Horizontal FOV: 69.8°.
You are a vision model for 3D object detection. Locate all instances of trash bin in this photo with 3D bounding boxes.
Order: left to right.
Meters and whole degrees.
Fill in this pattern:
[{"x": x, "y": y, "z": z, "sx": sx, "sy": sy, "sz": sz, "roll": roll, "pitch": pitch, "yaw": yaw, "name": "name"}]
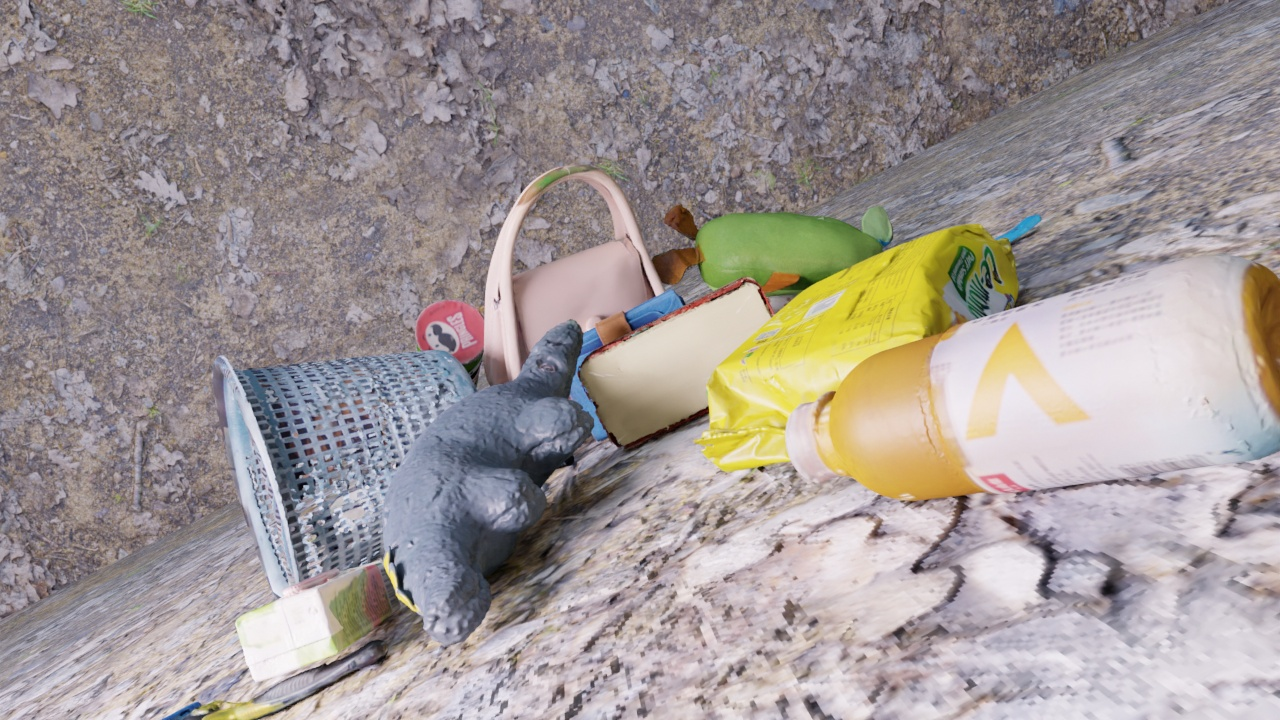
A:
[{"x": -0.243, "y": 0.084, "z": 0.806, "sx": 0.194, "sy": 0.226, "sz": 0.227, "roll": -16, "pitch": 1, "yaw": -30, "name": "trash bin"}]

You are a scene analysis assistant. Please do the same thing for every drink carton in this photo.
[{"x": -0.196, "y": 0.156, "z": 0.570, "sx": 0.053, "sy": 0.045, "sz": 0.122, "roll": -20, "pitch": -5, "yaw": 1, "name": "drink carton"}]

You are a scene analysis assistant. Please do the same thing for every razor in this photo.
[{"x": -0.215, "y": 0.197, "z": 0.541, "sx": 0.143, "sy": 0.022, "sz": 0.042, "roll": -20, "pitch": -4, "yaw": -1, "name": "razor"}]

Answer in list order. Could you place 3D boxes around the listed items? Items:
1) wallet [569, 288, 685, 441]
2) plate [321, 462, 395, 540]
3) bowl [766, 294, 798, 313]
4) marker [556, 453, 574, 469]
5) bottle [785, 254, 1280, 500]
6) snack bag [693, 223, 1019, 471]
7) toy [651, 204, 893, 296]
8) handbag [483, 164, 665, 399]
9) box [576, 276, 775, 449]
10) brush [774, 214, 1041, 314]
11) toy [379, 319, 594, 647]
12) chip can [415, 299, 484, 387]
[{"x": -0.005, "y": 0.005, "z": 0.836, "sx": 0.133, "sy": 0.106, "sz": 0.040, "roll": -26, "pitch": 22, "yaw": 5, "name": "wallet"}, {"x": -0.258, "y": 0.140, "z": 1.032, "sx": 0.205, "sy": 0.045, "sz": 0.204, "roll": -26, "pitch": 8, "yaw": 4, "name": "plate"}, {"x": 0.147, "y": -0.090, "z": 1.053, "sx": 0.113, "sy": 0.062, "sz": 0.113, "roll": -4, "pitch": 43, "yaw": 4, "name": "bowl"}, {"x": -0.112, "y": 0.103, "z": 0.858, "sx": 0.131, "sy": 0.018, "sz": 0.022, "roll": -20, "pitch": 54, "yaw": 37, "name": "marker"}, {"x": 0.138, "y": 0.016, "z": 0.351, "sx": 0.190, "sy": 0.068, "sz": 0.067, "roll": -20, "pitch": 10, "yaw": 47, "name": "bottle"}, {"x": 0.141, "y": -0.014, "z": 0.581, "sx": 0.158, "sy": 0.068, "sz": 0.245, "roll": -22, "pitch": 9, "yaw": 35, "name": "snack bag"}, {"x": 0.138, "y": -0.112, "z": 0.966, "sx": 0.247, "sy": 0.090, "sz": 0.226, "roll": 5, "pitch": 29, "yaw": 11, "name": "toy"}, {"x": -0.064, "y": -0.073, "z": 0.883, "sx": 0.192, "sy": 0.234, "sz": 0.093, "roll": -25, "pitch": 33, "yaw": -30, "name": "handbag"}, {"x": 0.037, "y": 0.000, "z": 0.763, "sx": 0.168, "sy": 0.091, "sz": 0.079, "roll": -26, "pitch": 4, "yaw": 7, "name": "box"}, {"x": 0.233, "y": -0.072, "z": 0.812, "sx": 0.255, "sy": 0.046, "sz": 0.083, "roll": -23, "pitch": 3, "yaw": 2, "name": "brush"}, {"x": -0.109, "y": 0.079, "z": 0.636, "sx": 0.138, "sy": 0.091, "sz": 0.355, "roll": -32, "pitch": 19, "yaw": 25, "name": "toy"}, {"x": -0.209, "y": 0.013, "z": 1.000, "sx": 0.072, "sy": 0.072, "sz": 0.237, "roll": -30, "pitch": -11, "yaw": -22, "name": "chip can"}]
